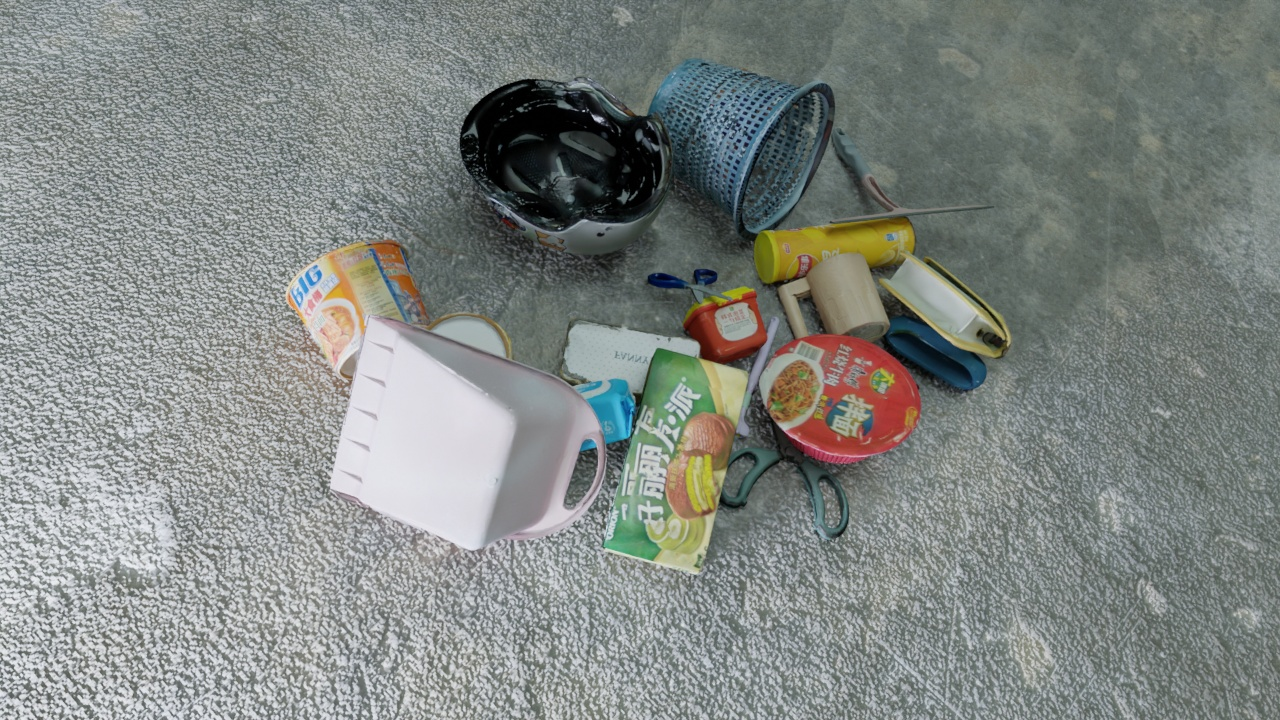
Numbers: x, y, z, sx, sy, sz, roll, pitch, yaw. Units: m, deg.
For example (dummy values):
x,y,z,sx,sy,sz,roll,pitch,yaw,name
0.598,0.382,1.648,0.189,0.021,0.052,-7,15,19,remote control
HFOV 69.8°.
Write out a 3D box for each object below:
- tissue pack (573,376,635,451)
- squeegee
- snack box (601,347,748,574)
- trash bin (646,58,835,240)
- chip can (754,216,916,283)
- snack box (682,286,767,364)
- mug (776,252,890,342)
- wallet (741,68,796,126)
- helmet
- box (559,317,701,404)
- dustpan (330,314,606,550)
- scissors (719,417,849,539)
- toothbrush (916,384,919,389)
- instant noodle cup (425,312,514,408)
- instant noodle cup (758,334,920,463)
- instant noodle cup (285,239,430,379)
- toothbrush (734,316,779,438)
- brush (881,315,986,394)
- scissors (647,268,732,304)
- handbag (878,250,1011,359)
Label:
x,y,z,sx,sy,sz,roll,pitch,yaw,name
-0.071,0.064,1.056,0.140,0.090,0.063,-15,102,6,tissue pack
0.334,-0.263,1.325,0.247,0.040,0.249,-8,44,-15,squeegee
0.040,0.114,1.051,0.114,0.063,0.239,16,79,-1,snack box
0.123,-0.308,1.253,0.195,0.227,0.226,34,62,23,trash bin
0.267,-0.153,1.260,0.213,0.072,0.072,-8,64,-14,chip can
0.111,-0.041,1.173,0.091,0.082,0.080,-18,76,-17,snack box
0.256,-0.071,1.217,0.125,0.084,0.103,-20,66,8,mug
0.155,-0.376,1.385,0.119,0.035,0.130,38,63,4,wallet
-0.090,-0.235,1.199,0.274,0.157,0.229,20,65,13,helmet
-0.007,0.007,1.133,0.184,0.059,0.089,13,73,-4,box
-0.186,0.092,1.015,0.273,0.223,0.138,28,19,21,dustpan
0.166,0.148,1.112,0.179,0.019,0.170,-13,65,-18,scissors
0.289,0.078,1.167,0.187,0.017,0.016,-30,67,-24,toothbrush
-0.205,0.016,1.073,0.138,0.110,0.137,3,63,-7,instant noodle cup
0.240,0.056,1.128,0.194,0.066,0.193,1,49,-2,instant noodle cup
-0.321,-0.054,1.078,0.151,0.152,0.111,-25,76,-20,instant noodle cup
0.150,0.018,1.181,0.029,0.021,0.188,4,55,30,toothbrush
0.387,-0.012,1.201,0.144,0.073,0.055,33,76,11,brush
0.063,-0.095,1.175,0.157,0.012,0.165,5,19,22,scissors
0.422,-0.070,1.216,0.178,0.063,0.163,16,27,-42,handbag
